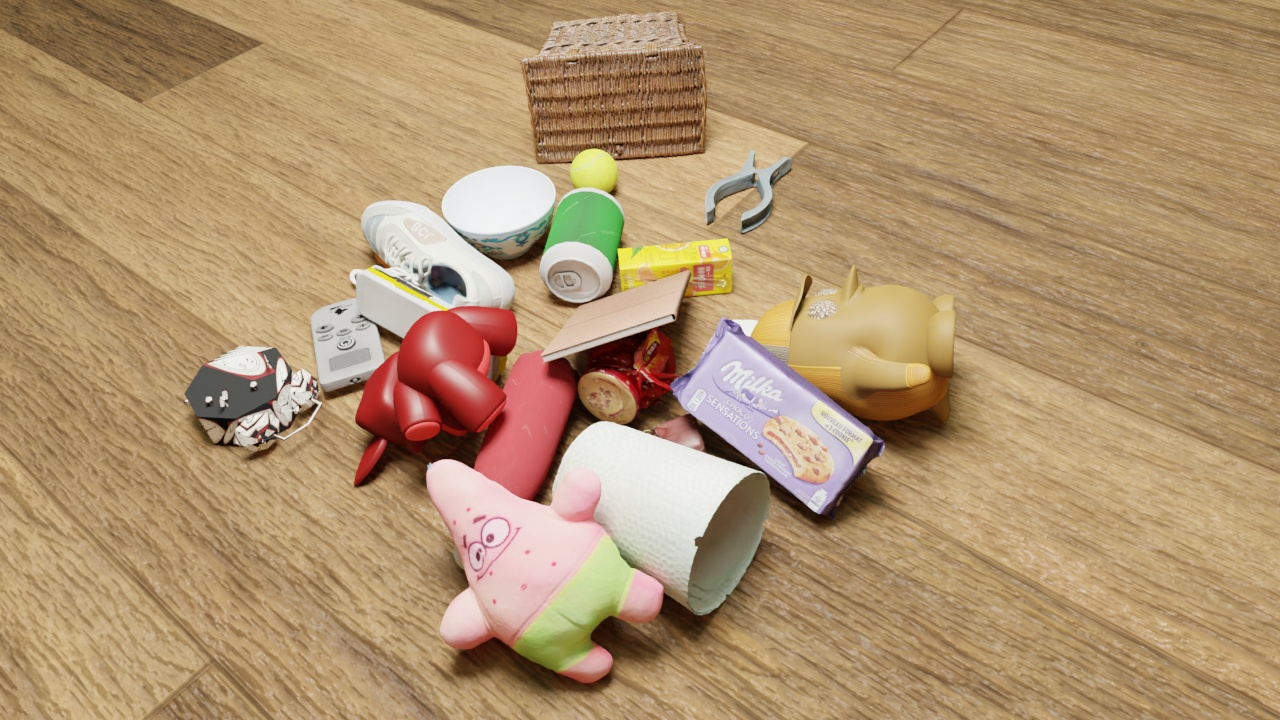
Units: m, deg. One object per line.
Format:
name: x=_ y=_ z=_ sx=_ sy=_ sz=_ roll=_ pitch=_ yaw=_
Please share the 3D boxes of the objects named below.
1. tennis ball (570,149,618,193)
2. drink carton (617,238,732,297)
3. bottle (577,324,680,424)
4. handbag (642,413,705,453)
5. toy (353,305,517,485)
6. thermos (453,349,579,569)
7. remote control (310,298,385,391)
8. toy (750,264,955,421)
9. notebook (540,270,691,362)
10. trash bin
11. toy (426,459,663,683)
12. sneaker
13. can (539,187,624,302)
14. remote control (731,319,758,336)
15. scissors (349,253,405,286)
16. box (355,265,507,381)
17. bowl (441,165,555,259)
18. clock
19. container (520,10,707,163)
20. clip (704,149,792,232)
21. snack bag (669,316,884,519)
tennis ball: x=-0.064 y=-0.255 z=1.252 sx=0.065 sy=0.065 sz=0.065 roll=-3 pitch=46 yaw=3
drink carton: x=0.043 y=-0.107 z=1.103 sx=0.134 sy=0.059 sz=0.042 roll=-5 pitch=47 yaw=0
bottle: x=-0.006 y=0.006 z=0.972 sx=0.099 sy=0.099 sz=0.110 roll=17 pitch=43 yaw=20
handbag: x=0.004 y=0.090 z=0.940 sx=0.119 sy=0.029 sz=0.055 roll=-13 pitch=44 yaw=-1
toy: x=-0.218 y=0.031 z=0.945 sx=0.198 sy=0.120 sz=0.158 roll=-36 pitch=37 yaw=33
thermos: x=-0.125 y=0.099 z=0.907 sx=0.073 sy=0.073 sz=0.239 roll=8 pitch=52 yaw=13
remote control: x=-0.345 y=-0.024 z=1.077 sx=0.074 sy=0.019 sz=0.151 roll=-18 pitch=42 yaw=-12
toy: x=0.213 y=-0.018 z=0.938 sx=0.203 sy=0.163 sz=0.198 roll=3 pitch=17 yaw=18
notebook: x=-0.019 y=-0.052 z=0.992 sx=0.141 sy=0.008 sz=0.208 roll=-17 pitch=14 yaw=12
trash bin: x=0.014 y=0.132 z=0.829 sx=0.161 sy=0.133 sz=0.133 roll=22 pitch=51 yaw=31
toy: x=-0.100 y=0.166 z=0.784 sx=0.237 sy=0.096 sz=0.192 roll=40 pitch=93 yaw=16
sneaker: x=-0.267 y=-0.123 z=1.105 sx=0.242 sy=0.090 sz=0.090 roll=33 pitch=29 yaw=23
can: x=-0.070 y=-0.143 z=1.128 sx=0.088 sy=0.088 sz=0.139 roll=2 pitch=46 yaw=8
remote control: x=0.114 y=0.003 z=1.011 sx=0.049 sy=0.024 sz=0.143 roll=6 pitch=47 yaw=12
scissors: x=-0.312 y=-0.098 z=1.160 sx=0.096 sy=0.012 sz=0.133 roll=-33 pitch=53 yaw=-28
box: x=-0.240 y=-0.043 z=1.050 sx=0.209 sy=0.064 sz=0.033 roll=27 pitch=40 yaw=18
bowl: x=-0.176 y=-0.179 z=1.182 sx=0.144 sy=0.074 sz=0.143 roll=-3 pitch=46 yaw=3
clock: x=-0.419 y=0.039 z=0.999 sx=0.155 sy=0.065 sz=0.114 roll=19 pitch=50 yaw=24
container: x=-0.032 y=-0.409 z=1.341 sx=0.250 sy=0.162 sz=0.182 roll=-3 pitch=40 yaw=3
clip: x=0.166 y=-0.224 z=1.229 sx=0.127 sy=0.028 sz=0.166 roll=21 pitch=52 yaw=22
snack bag: x=0.132 y=0.053 z=0.892 sx=0.205 sy=0.096 sz=0.058 roll=40 pitch=21 yaw=19
